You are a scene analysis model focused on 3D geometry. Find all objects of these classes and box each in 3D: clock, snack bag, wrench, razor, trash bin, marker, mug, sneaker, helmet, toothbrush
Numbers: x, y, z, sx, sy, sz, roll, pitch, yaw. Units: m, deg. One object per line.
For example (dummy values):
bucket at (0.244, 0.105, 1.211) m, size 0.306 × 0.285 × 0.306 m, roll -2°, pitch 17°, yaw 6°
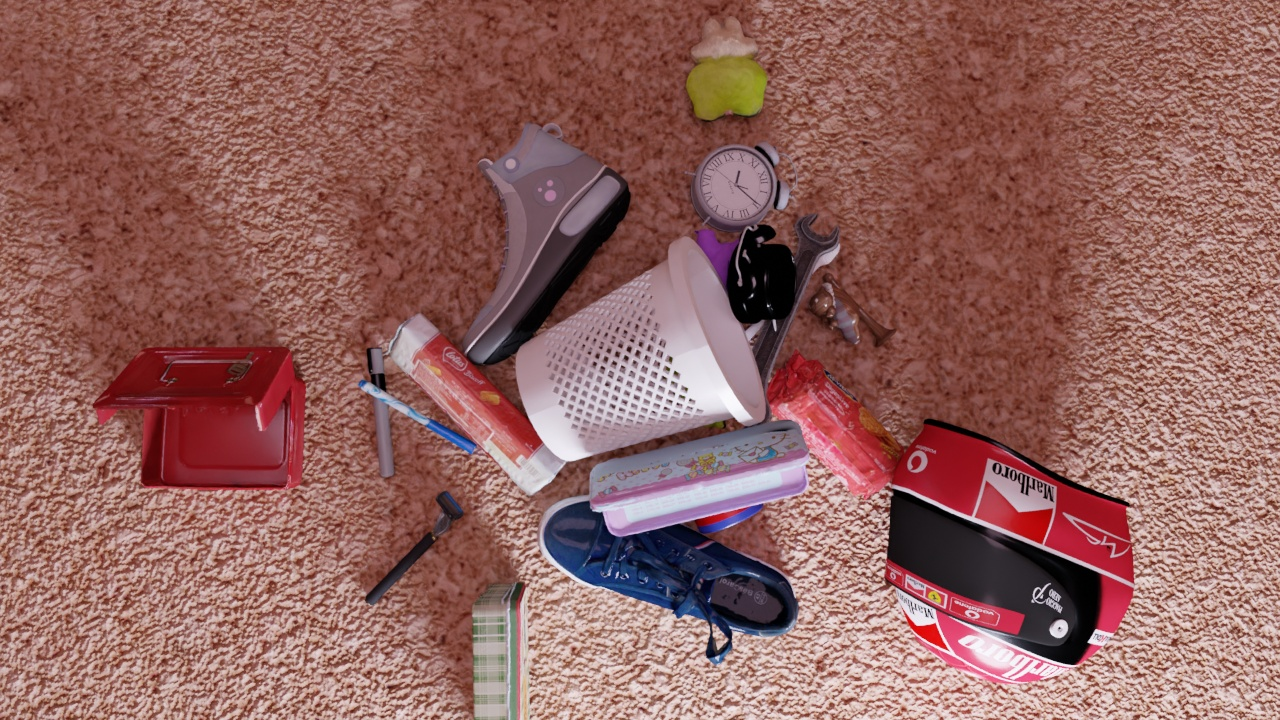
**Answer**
clock at (0.116, -0.197, 1.026) m, size 0.122 × 0.035 × 0.094 m, roll -18°, pitch 89°, yaw -4°
snack bag at (-0.175, 0.048, 0.974) m, size 0.225 × 0.078 × 0.041 m, roll 46°, pitch 55°, yaw 0°
wrench at (0.152, -0.044, 1.003) m, size 0.070 × 0.010 × 0.272 m, roll 20°, pitch 74°, yaw 20°
razor at (-0.244, 0.207, 0.990) m, size 0.144 × 0.022 × 0.043 m, roll -49°, pitch 49°, yaw 0°
trash bin at (-0.005, 0.005, 0.926) m, size 0.200 × 0.195 × 0.195 m, roll -23°, pitch 89°, yaw 17°
marker at (-0.240, 0.060, 0.989) m, size 0.142 × 0.013 × 0.013 m, roll 32°, pitch 85°, yaw -10°
mug at (0.097, 0.130, 0.996) m, size 0.111 × 0.075 × 0.076 m, roll -23°, pitch 89°, yaw -30°
sneaker at (-0.140, -0.130, 0.986) m, size 0.160 × 0.093 × 0.256 m, roll 39°, pitch 86°, yaw 7°
marker at (-0.281, 0.056, 0.995) m, size 0.016 × 0.016 × 0.140 m, roll -6°, pitch 88°, yaw -4°
helmet at (0.363, 0.209, 0.936) m, size 0.270 × 0.198 × 0.224 m, roll 22°, pitch 89°, yaw -18°
sneaker at (0.030, 0.225, 0.956) m, size 0.294 × 0.127 × 0.120 m, roll 20°, pitch 84°, yaw -1°
snack bag at (0.210, 0.073, 0.998) m, size 0.176 × 0.082 × 0.082 m, roll 45°, pitch 85°, yaw 0°
toothbrush at (0.158, -0.066, 1.033) m, size 0.186 × 0.016 × 0.015 m, roll -45°, pitch 90°, yaw -3°
clock at (0.124, -0.088, 0.953) m, size 0.043 × 0.121 × 0.091 m, roll 3°, pitch 63°, yaw 31°

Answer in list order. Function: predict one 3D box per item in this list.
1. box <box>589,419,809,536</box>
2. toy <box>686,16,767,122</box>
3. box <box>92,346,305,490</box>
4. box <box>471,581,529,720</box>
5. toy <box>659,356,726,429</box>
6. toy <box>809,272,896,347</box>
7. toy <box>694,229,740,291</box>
box at (0.061, 0.124, 0.893) m, size 0.214 × 0.092 × 0.089 m, roll -14°, pitch 106°, yaw 4°
toy at (0.095, -0.327, 1.029) m, size 0.092 × 0.043 × 0.117 m, roll -6°, pitch 85°, yaw -2°
box at (-0.434, 0.070, 0.942) m, size 0.157 × 0.151 × 0.165 m, roll 1°, pitch 124°, yaw -2°
box at (-0.140, 0.338, 0.943) m, size 0.050 × 0.117 × 0.205 m, roll -1°, pitch 85°, yaw 0°
toy at (0.067, 0.028, 1.012) m, size 0.093 × 0.036 × 0.094 m, roll 3°, pitch 80°, yaw 1°
toy at (0.231, -0.051, 1.025) m, size 0.054 × 0.042 × 0.102 m, roll -38°, pitch 82°, yaw -27°
toy at (0.099, -0.097, 1.009) m, size 0.106 × 0.056 × 0.088 m, roll 4°, pitch 96°, yaw -22°
